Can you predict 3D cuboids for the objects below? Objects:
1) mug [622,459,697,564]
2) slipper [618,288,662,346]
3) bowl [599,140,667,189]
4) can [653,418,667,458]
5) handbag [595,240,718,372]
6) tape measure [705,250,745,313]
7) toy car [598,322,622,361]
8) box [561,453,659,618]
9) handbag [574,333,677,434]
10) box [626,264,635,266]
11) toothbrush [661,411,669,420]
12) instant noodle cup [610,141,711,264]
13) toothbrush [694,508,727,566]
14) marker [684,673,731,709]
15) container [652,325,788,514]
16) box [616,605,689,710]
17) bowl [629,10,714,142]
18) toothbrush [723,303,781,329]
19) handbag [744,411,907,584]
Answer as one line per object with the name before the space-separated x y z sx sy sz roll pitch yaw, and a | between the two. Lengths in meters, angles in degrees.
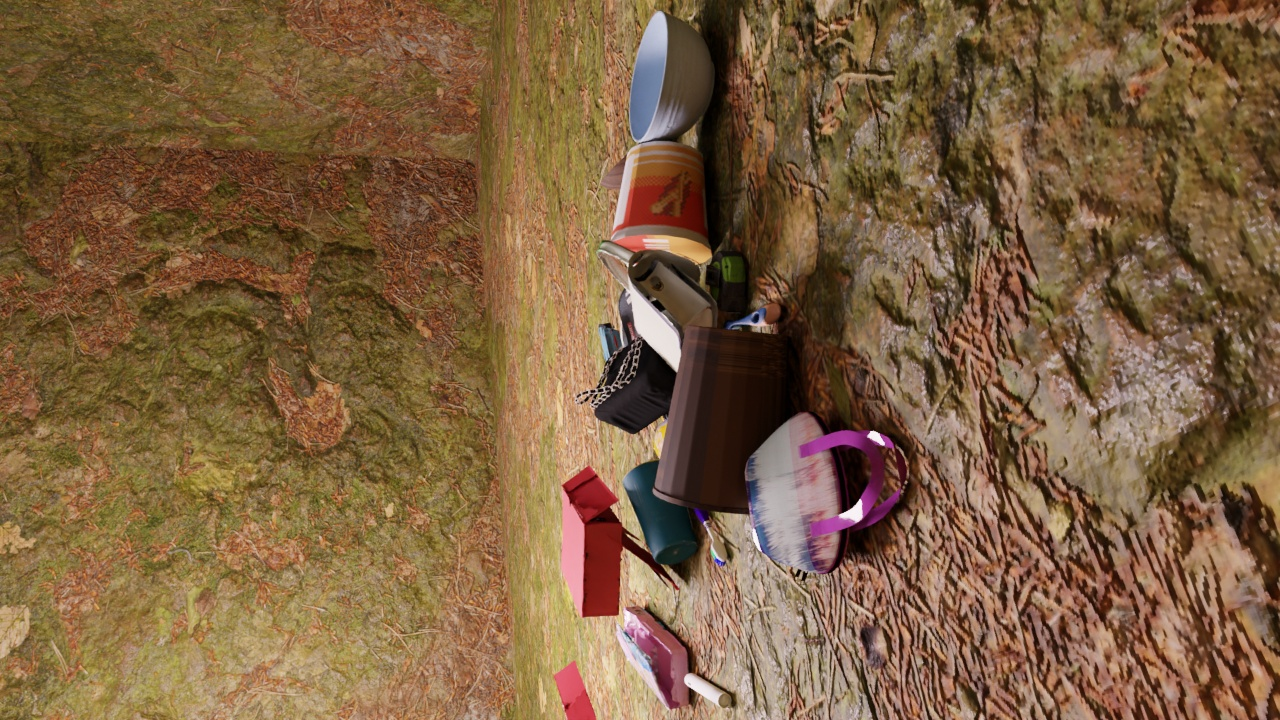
mug | 0.030 0.201 1.201 0.078 0.078 0.121 106 152 -47
slipper | -0.003 -0.063 1.313 0.264 0.063 0.111 145 122 -74
bowl | -0.001 -0.269 1.255 0.032 0.119 0.119 48 163 -4
can | 0.059 0.092 1.090 0.105 0.067 0.067 142 125 -71
handbag | 0.018 -0.082 1.056 0.176 0.074 0.151 46 168 19
tape measure | 0.092 -0.089 1.016 0.058 0.035 0.066 -142 52 -71
toy car | -0.040 -0.026 1.330 0.108 0.027 0.060 -175 73 -84
box | 0.002 0.146 1.295 0.425 0.128 0.213 -58 13 -2
handbag | -0.007 0.007 1.181 0.154 0.114 0.124 -44 27 54
box | -0.009 -0.184 1.253 0.103 0.101 0.108 150 120 -71
toothbrush | 0.065 0.057 1.139 0.197 0.030 0.031 148 105 -69
instant noodle cup | 0.027 -0.189 1.110 0.124 0.123 0.121 148 127 -72
toothbrush | 0.075 0.185 1.138 0.186 0.015 0.016 -114 23 -55
marker | 0.081 0.405 1.128 0.020 0.017 0.134 52 163 -4
container | 0.087 0.054 0.903 0.132 0.132 0.167 -163 78 -74
box | 0.006 0.420 1.309 0.230 0.063 0.084 -177 87 -74
bowl | 0.043 -0.330 1.093 0.151 0.074 0.150 -174 91 -74
toothbrush | 0.120 -0.044 0.966 0.135 0.017 0.021 165 99 -71
handbag | 0.159 0.107 0.769 0.170 0.068 0.144 138 129 -61
